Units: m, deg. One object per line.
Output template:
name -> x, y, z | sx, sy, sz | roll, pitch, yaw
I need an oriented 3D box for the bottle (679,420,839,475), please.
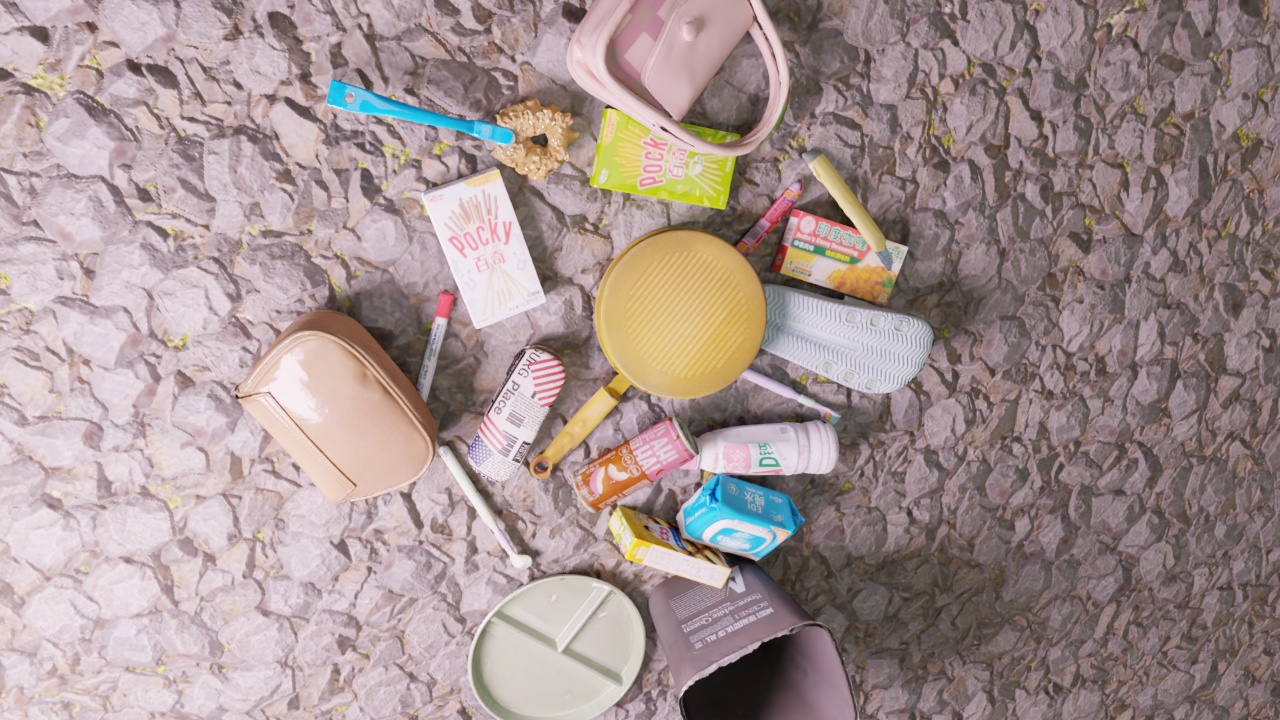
bottle -> 0.144, 0.110, 1.137 | 0.196, 0.068, 0.068 | -1, 108, -12

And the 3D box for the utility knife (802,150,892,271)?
utility knife -> 0.249, -0.178, 1.078 | 0.030, 0.019, 0.176 | -44, 97, -21

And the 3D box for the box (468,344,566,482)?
box -> -0.141, 0.062, 1.031 | 0.075, 0.076, 0.164 | 27, 102, -17

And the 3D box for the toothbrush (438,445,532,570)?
toothbrush -> -0.186, 0.175, 1.087 | 0.029, 0.020, 0.189 | -18, 115, 25

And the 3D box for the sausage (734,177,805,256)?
sausage -> 0.140, -0.153, 1.070 | 0.020, 0.020, 0.156 | 41, 93, -24

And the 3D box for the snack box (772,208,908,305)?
snack box -> 0.241, -0.123, 1.106 | 0.155, 0.027, 0.077 | 14, 102, -20

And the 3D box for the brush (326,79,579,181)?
brush -> -0.183, -0.240, 0.927 | 0.254, 0.046, 0.083 | 7, 109, -24

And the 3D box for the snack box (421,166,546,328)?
snack box -> -0.167, -0.120, 0.988 | 0.084, 0.027, 0.157 | -22, 114, -8

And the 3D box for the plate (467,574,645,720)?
plate -> -0.106, 0.371, 1.172 | 0.230, 0.027, 0.230 | -5, 109, -14

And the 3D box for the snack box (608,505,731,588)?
snack box -> 0.036, 0.230, 1.133 | 0.140, 0.087, 0.034 | 20, 102, -21

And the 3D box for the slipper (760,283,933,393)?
slipper -> 0.231, -0.032, 1.113 | 0.245, 0.074, 0.104 | 16, 104, -4

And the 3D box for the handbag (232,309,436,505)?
handbag -> -0.314, 0.050, 0.968 | 0.148, 0.099, 0.204 | -31, 114, 4

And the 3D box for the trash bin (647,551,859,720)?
trash bin -> 0.122, 0.365, 1.132 | 0.199, 0.219, 0.199 | -23, 114, -7

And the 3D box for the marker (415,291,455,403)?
marker -> -0.231, -0.006, 1.013 | 0.017, 0.017, 0.145 | 13, 104, -20

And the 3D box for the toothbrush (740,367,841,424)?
toothbrush -> 0.171, 0.037, 1.145 | 0.189, 0.029, 0.021 | 26, 59, -21

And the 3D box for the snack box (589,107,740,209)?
snack box -> 0.027, -0.221, 1.011 | 0.156, 0.026, 0.086 | 7, 105, -18

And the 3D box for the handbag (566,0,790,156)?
handbag -> 0.059, -0.313, 0.949 | 0.234, 0.093, 0.193 | 38, 88, -28

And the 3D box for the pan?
pan -> -0.006, 0.006, 1.059 | 0.197, 0.078, 0.357 | 41, 90, -9

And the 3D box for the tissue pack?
tissue pack -> 0.122, 0.198, 1.142 | 0.140, 0.063, 0.090 | 21, 135, -22

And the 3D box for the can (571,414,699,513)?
can -> -0.007, 0.123, 1.084 | 0.147, 0.057, 0.058 | -31, 114, 9
